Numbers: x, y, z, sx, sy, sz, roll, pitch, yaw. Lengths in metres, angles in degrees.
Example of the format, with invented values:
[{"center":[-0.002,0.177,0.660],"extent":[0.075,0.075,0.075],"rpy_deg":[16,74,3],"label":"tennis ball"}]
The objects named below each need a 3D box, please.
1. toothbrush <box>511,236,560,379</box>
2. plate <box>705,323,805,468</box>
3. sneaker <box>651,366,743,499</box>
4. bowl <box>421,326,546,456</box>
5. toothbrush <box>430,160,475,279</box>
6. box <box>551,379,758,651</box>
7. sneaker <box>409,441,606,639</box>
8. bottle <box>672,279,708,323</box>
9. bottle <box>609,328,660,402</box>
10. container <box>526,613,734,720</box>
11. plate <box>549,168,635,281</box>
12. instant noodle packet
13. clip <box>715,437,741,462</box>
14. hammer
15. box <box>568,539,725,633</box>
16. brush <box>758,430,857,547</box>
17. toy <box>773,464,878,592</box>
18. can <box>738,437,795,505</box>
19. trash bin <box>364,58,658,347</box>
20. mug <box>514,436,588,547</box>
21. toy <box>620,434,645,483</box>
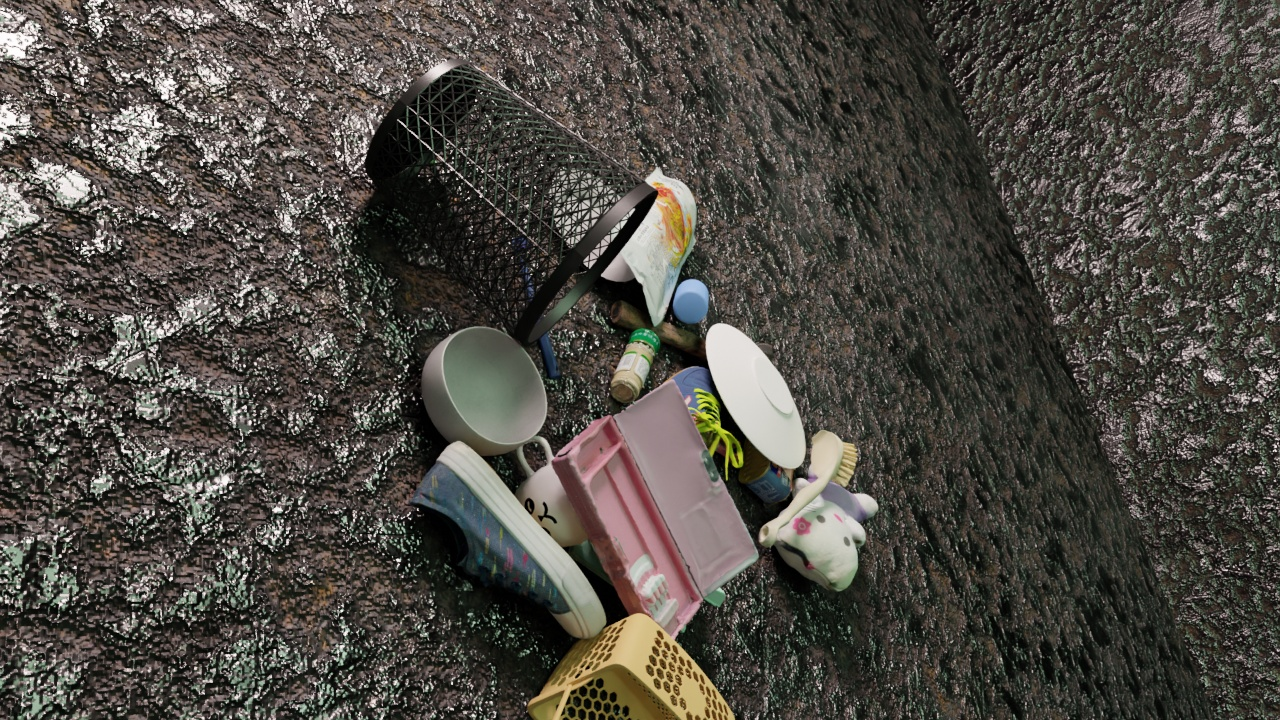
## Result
[{"center":[-0.124,-0.067,1.099],"extent":[0.016,0.017,0.190],"rpy_deg":[3,64,-48],"label":"toothbrush"},{"center":[0.174,0.041,1.281],"extent":[0.229,0.030,0.228],"rpy_deg":[40,32,-31],"label":"plate"},{"center":[0.075,0.083,1.170],"extent":[0.116,0.091,0.241],"rpy_deg":[44,38,-16],"label":"sneaker"},{"center":[-0.166,0.037,0.936],"extent":[0.131,0.065,0.131],"rpy_deg":[29,46,-35],"label":"bowl"},{"center":[-0.224,-0.177,1.059],"extent":[0.017,0.014,0.188],"rpy_deg":[-8,72,-44],"label":"toothbrush"},{"center":[0.015,0.159,0.957],"extent":[0.179,0.055,0.233],"rpy_deg":[-33,104,-38],"label":"box"},{"center":[-0.130,0.189,0.882],"extent":[0.079,0.088,0.235],"rpy_deg":[-43,101,-25],"label":"sneaker"},{"center":[0.073,-0.090,1.306],"extent":[0.048,0.048,0.131],"rpy_deg":[53,13,-10],"label":"bottle"},{"center":[-0.007,0.007,1.166],"extent":[0.042,0.043,0.109],"rpy_deg":[45,40,-20],"label":"bottle"},{"center":[-0.003,0.357,0.860],"extent":[0.183,0.129,0.166],"rpy_deg":[52,28,-12],"label":"container"},{"center":[-0.063,-0.180,1.248],"extent":[0.172,0.019,0.172],"rpy_deg":[29,46,-35],"label":"plate"},{"center":[0.026,-0.172,1.290],"extent":[0.147,0.057,0.268],"rpy_deg":[59,27,-21],"label":"instant noodle packet"},{"center":[0.115,0.122,1.253],"extent":[0.057,0.022,0.035],"rpy_deg":[24,51,-32],"label":"clip"},{"center":[0.086,-0.009,1.300],"extent":[0.330,0.033,0.119],"rpy_deg":[22,52,-40],"label":"hammer"},{"center":[-0.002,0.235,1.031],"extent":[0.188,0.079,0.077],"rpy_deg":[39,1,-26],"label":"box"},{"center":[0.221,0.173,1.214],"extent":[0.077,0.062,0.271],"rpy_deg":[34,35,14],"label":"brush"},{"center":[0.252,0.229,1.286],"extent":[0.137,0.086,0.208],"rpy_deg":[43,35,1],"label":"toy"},{"center":[0.179,0.146,1.283],"extent":[0.059,0.054,0.099],"rpy_deg":[43,40,-24],"label":"can"},{"center":[-0.144,-0.175,0.976],"extent":[0.243,0.218,0.216],"rpy_deg":[41,38,0],"label":"trash bin"},{"center":[-0.088,0.133,0.953],"extent":[0.090,0.076,0.124],"rpy_deg":[-23,84,-54],"label":"mug"},{"center":[-0.026,0.121,1.064],"extent":[0.087,0.050,0.112],"rpy_deg":[30,40,-34],"label":"toy"}]
